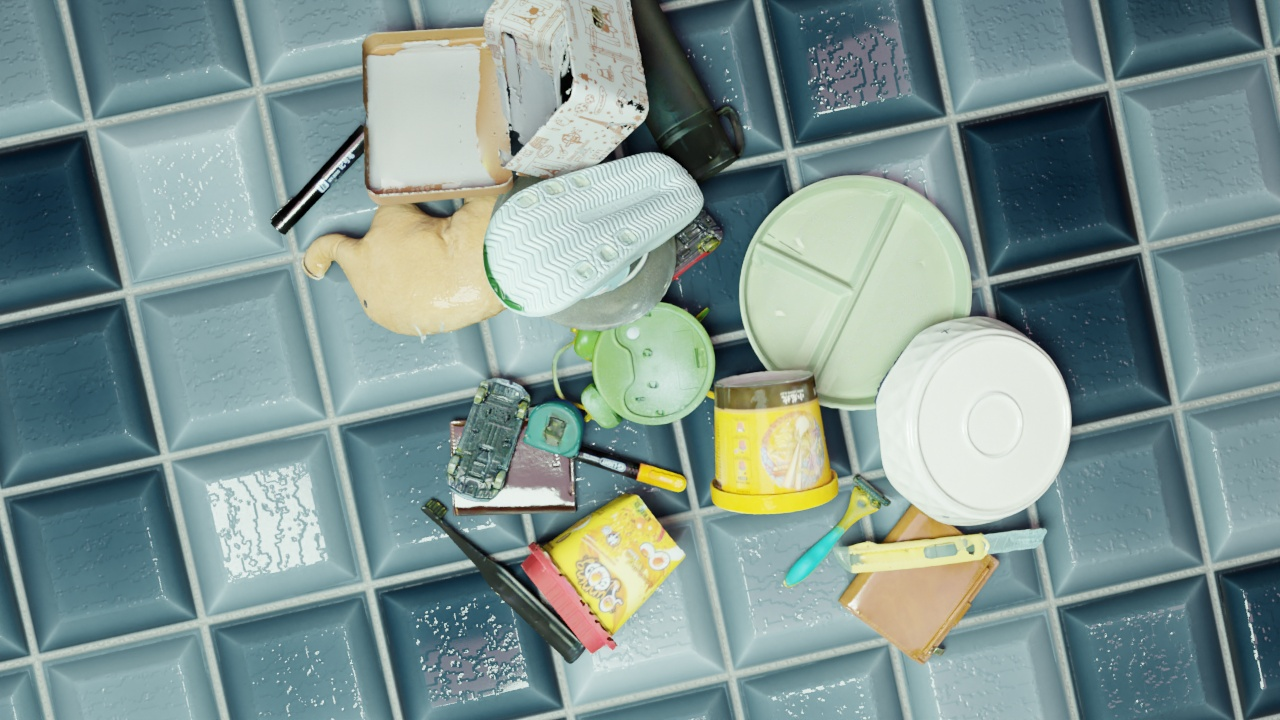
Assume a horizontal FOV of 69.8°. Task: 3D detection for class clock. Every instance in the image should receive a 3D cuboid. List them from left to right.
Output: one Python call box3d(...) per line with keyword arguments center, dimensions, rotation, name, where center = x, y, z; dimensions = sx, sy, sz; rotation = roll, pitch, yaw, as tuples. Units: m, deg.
box3d(center=(-0.005, 0.005, 0.887), dimensions=(0.161, 0.056, 0.116), rotation=(-8, 90, -1), name="clock")

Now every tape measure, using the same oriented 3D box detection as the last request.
box3d(center=(-0.082, 0.064, 0.877), dimensions=(0.058, 0.025, 0.055), rotation=(17, 112, 8), name="tape measure")

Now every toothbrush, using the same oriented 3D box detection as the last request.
box3d(center=(-0.136, 0.215, 0.903), dimensions=(0.212, 0.026, 0.027), rotation=(45, 55, -1), name="toothbrush")

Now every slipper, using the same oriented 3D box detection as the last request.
box3d(center=(-0.041, -0.111, 0.799), dimensions=(0.104, 0.074, 0.244), rotation=(49, 51, 9), name="slipper")

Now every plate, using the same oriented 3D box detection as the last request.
box3d(center=(-0.048, -0.114, 0.847), dimensions=(0.179, 0.024, 0.179), rotation=(5, 73, -15), name="plate")
box3d(center=(0.210, -0.066, 0.906), dimensions=(0.230, 0.027, 0.230), rotation=(0, 92, -1), name="plate")
box3d(center=(0.327, 0.061, 0.881), dimensions=(0.204, 0.045, 0.205), rotation=(-1, 93, -16), name="plate")

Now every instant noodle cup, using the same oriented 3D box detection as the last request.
box3d(center=(-0.033, 0.193, 0.868), dimensions=(0.123, 0.116, 0.116), rotation=(-39, 91, -12), name="instant noodle cup")
box3d(center=(0.120, 0.072, 0.856), dimensions=(0.118, 0.118, 0.114), rotation=(-7, 96, -2), name="instant noodle cup")

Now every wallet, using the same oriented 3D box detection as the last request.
box3d(center=(-0.125, 0.104, 0.905), dimensions=(0.122, 0.020, 0.096), rotation=(-2, 91, -4), name="wallet")
box3d(center=(0.282, 0.224, 0.909), dimensions=(0.119, 0.035, 0.130), rotation=(38, 89, 0), name="wallet")

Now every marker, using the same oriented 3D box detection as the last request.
box3d(center=(-0.310, -0.176, 0.895), dimensions=(0.132, 0.020, 0.022), rotation=(-47, 63, 1), name="marker")
box3d(center=(-0.014, 0.106, 0.903), dimensions=(0.124, 0.015, 0.018), rotation=(18, 84, -7), name="marker")

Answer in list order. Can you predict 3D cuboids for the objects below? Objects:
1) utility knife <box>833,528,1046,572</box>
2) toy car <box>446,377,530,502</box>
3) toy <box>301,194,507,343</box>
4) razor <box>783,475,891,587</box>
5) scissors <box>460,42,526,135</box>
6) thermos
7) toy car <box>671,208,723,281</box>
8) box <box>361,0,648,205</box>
box3d(center=(0.292, 0.183, 0.894), dimensions=(0.208, 0.021, 0.031), rotation=(-6, 91, -5), name="utility knife")
box3d(center=(-0.145, 0.076, 0.879), dimensions=(0.054, 0.037, 0.120), rotation=(18, 74, -3), name="toy car")
box3d(center=(-0.213, -0.089, 0.872), dimensions=(0.226, 0.082, 0.143), rotation=(-10, 75, 0), name="toy")
box3d(center=(0.189, 0.175, 0.909), dimensions=(0.043, 0.028, 0.132), rotation=(41, 86, 21), name="razor")
box3d(center=(-0.148, -0.251, 0.900), dimensions=(0.131, 0.017, 0.133), rotation=(-7, 94, -4), name="scissors")
box3d(center=(0.017, -0.290, 0.885), dimensions=(0.089, 0.069, 0.242), rotation=(-32, 94, -33), name="thermos")
box3d(center=(0.029, -0.105, 0.896), dimensions=(0.106, 0.031, 0.049), rotation=(-39, 78, -7), name="toy car")
box3d(center=(-0.123, -0.245, 0.822), dimensions=(0.272, 0.132, 0.179), rotation=(-17, 68, 21), name="box")
